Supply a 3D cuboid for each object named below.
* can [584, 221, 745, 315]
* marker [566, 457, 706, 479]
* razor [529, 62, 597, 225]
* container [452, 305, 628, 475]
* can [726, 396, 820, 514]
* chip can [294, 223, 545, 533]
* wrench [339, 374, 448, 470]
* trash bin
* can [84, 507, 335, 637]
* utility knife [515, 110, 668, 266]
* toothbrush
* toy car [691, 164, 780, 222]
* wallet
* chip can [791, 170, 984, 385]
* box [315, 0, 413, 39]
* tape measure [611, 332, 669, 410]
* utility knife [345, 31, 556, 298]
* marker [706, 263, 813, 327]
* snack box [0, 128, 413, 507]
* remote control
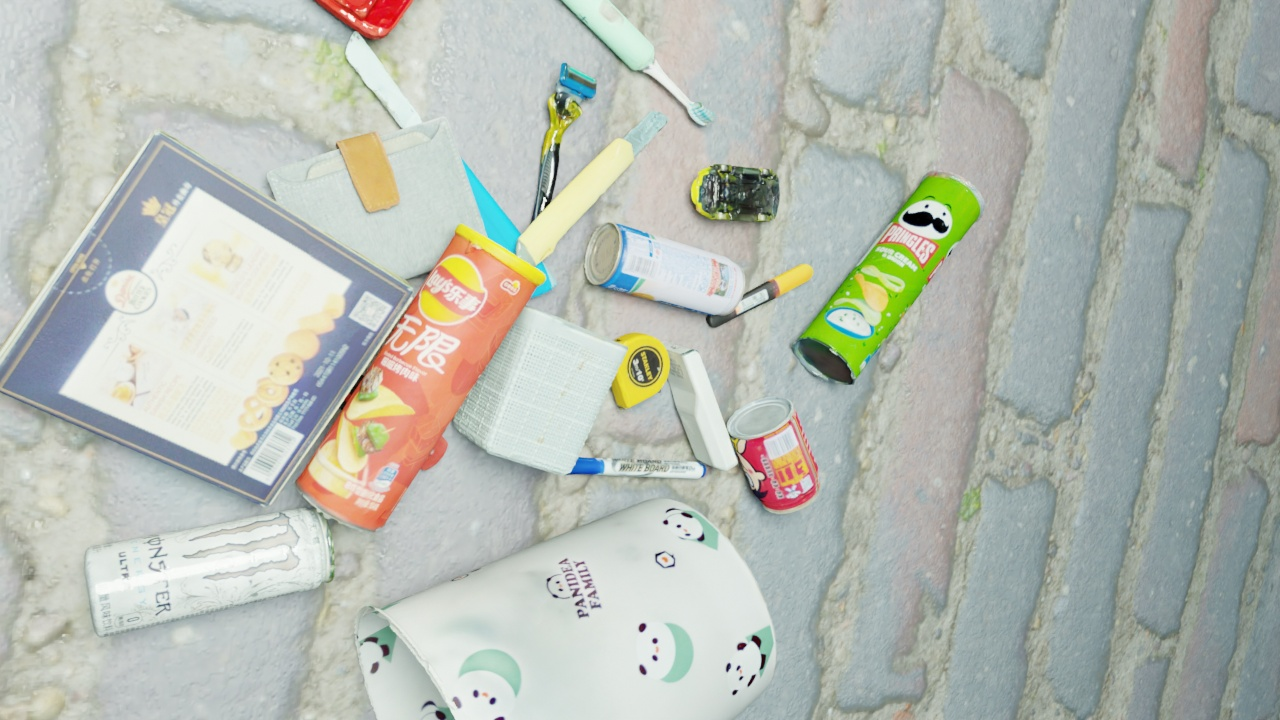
[{"bbox_3d":[0.023,-0.075,0.776,0.134,0.053,0.053,12,92,-33],"label":"can"},{"bbox_3d":[-0.003,0.095,0.812,0.145,0.017,0.017,7,94,-33],"label":"marker"},{"bbox_3d":[-0.069,-0.158,0.724,0.042,0.022,0.143,4,103,-55],"label":"razor"},{"bbox_3d":[-0.082,0.020,0.708,0.090,0.090,0.111,23,89,-33],"label":"container"},{"bbox_3d":[0.127,0.090,0.863,0.066,0.067,0.094,-35,115,-23],"label":"can"},{"bbox_3d":[-0.154,0.011,0.641,0.073,0.073,0.216,34,90,-32],"label":"chip can"},{"bbox_3d":[-0.238,-0.010,0.645,0.056,0.016,0.273,-47,119,-12],"label":"wrench"},{"bbox_3d":[-0.049,0.237,0.695,0.251,0.230,0.230,-22,109,-34],"label":"trash bin"},{"bbox_3d":[-0.286,0.139,0.615,0.146,0.058,0.058,-7,102,-31],"label":"can"},{"bbox_3d":[-0.036,-0.142,0.738,0.201,0.021,0.031,-47,128,-21],"label":"utility knife"},{"bbox_3d":[-0.019,-0.262,0.733,0.224,0.027,0.026,37,72,-31],"label":"toothbrush"},{"bbox_3d":[0.085,-0.148,0.817,0.105,0.032,0.048,-6,102,-43],"label":"toy car"},{"bbox_3d":[-0.181,-0.106,0.644,0.129,0.037,0.107,-23,112,-18],"label":"wallet"},{"bbox_3d":[0.246,-0.082,0.907,0.235,0.072,0.072,-50,120,-15],"label":"chip can"},{"bbox_3d":[-0.155,-0.323,0.592,0.110,0.100,0.201,34,80,-20],"label":"box"},{"bbox_3d":[-0.005,0.005,0.788,0.057,0.029,0.060,-26,111,-25],"label":"tape measure"},{"bbox_3d":[-0.140,-0.138,0.683,0.034,0.018,0.234,-38,117,-6],"label":"utility knife"},{"bbox_3d":[0.112,-0.061,0.860,0.123,0.015,0.018,-28,111,-23],"label":"marker"},{"bbox_3d":[-0.271,-0.021,0.585,0.182,0.046,0.178,35,91,-32],"label":"snack box"},{"bbox_3d":[0.050,0.042,0.817,0.024,0.049,0.125,-29,112,-22],"label":"remote control"}]
